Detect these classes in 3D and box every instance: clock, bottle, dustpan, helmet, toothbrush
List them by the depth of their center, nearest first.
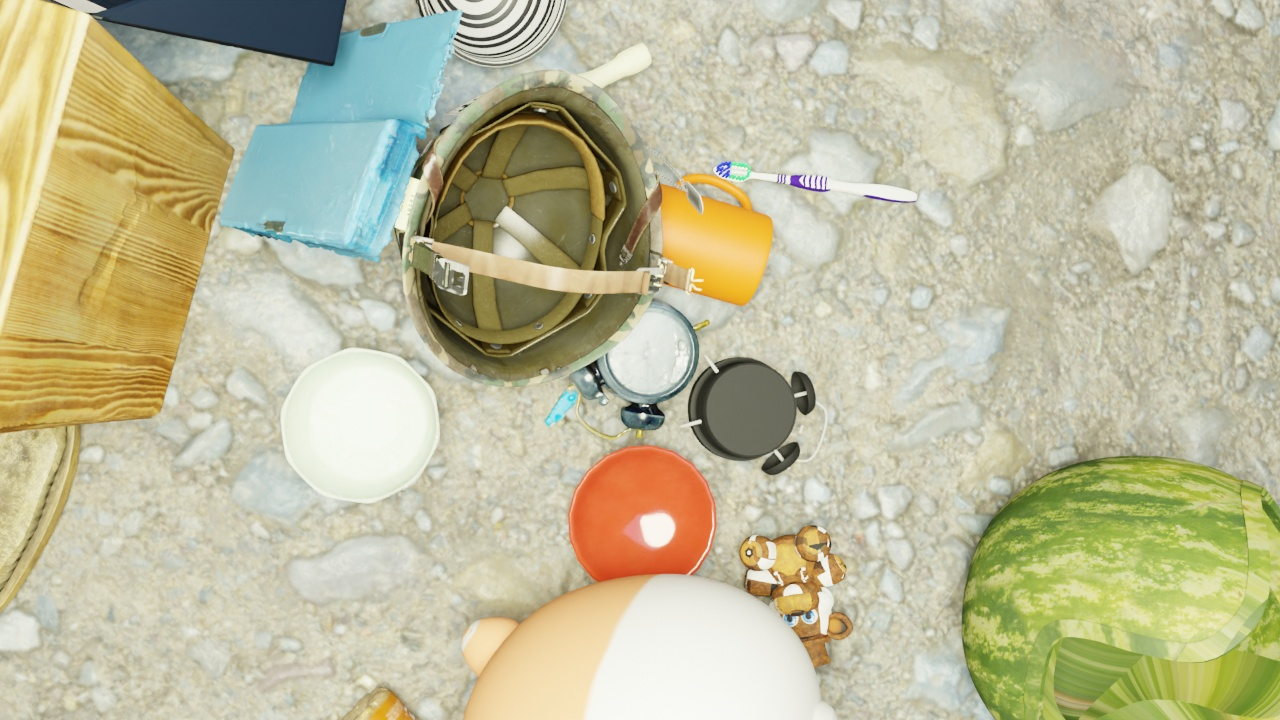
[{"bbox_3d":[-0.312,-0.282,0.638,0.236,0.272,0.080,26,109,22],"label":"dustpan"},{"bbox_3d":[-0.076,-0.087,0.644,0.192,0.236,0.225,1,126,-28],"label":"helmet"},{"bbox_3d":[0.376,0.191,0.715,0.213,0.248,0.242,40,42,-25],"label":"helmet"},{"bbox_3d":[-0.168,0.335,0.717,0.059,0.059,0.167,-41,95,-8],"label":"bottle"},{"bbox_3d":[-0.004,0.004,0.744,0.090,0.052,0.129,33,90,-9],"label":"clock"},{"bbox_3d":[-0.073,-0.210,0.750,0.184,0.045,0.045,-30,93,-8],"label":"bottle"},{"bbox_3d":[0.099,0.045,0.773,0.120,0.042,0.091,20,86,-8],"label":"clock"},{"bbox_3d":[0.155,-0.154,0.799,0.186,0.016,0.015,6,88,-8],"label":"toothbrush"}]

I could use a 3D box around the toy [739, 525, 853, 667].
[{"bbox_3d":[0.132,0.197,0.765,0.087,0.067,0.112,-13,78,15],"label":"toy"}]

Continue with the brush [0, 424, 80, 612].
[{"bbox_3d":[-0.476,0.123,0.682,0.059,0.043,0.195,25,86,-7],"label":"brush"}]

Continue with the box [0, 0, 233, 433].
[{"bbox_3d":[-0.422,-0.106,0.578,0.220,0.279,0.258,17,86,-7],"label":"box"}]

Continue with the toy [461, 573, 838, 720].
[{"bbox_3d":[-0.002,0.281,0.653,0.281,0.265,0.263,7,104,19],"label":"toy"}]

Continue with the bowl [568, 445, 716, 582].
[{"bbox_3d":[0.000,0.130,0.759,0.122,0.035,0.122,0,89,-9],"label":"bowl"}]

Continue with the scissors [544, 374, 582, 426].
[{"bbox_3d":[-0.039,-0.007,0.769,0.137,0.012,0.127,-7,90,-7],"label":"scissors"}]

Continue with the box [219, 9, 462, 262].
[{"bbox_3d":[-0.217,-0.163,0.650,0.033,0.232,0.174,25,81,-43],"label":"box"}]

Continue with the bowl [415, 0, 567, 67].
[{"bbox_3d":[-0.125,-0.300,0.727,0.120,0.066,0.120,-13,122,-22],"label":"bowl"}]

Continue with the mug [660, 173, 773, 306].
[{"bbox_3d":[0.052,-0.109,0.758,0.096,0.078,0.112,15,62,-8],"label":"mug"}]

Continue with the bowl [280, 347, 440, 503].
[{"bbox_3d":[-0.214,0.050,0.715,0.117,0.061,0.117,0,88,-9],"label":"bowl"}]
